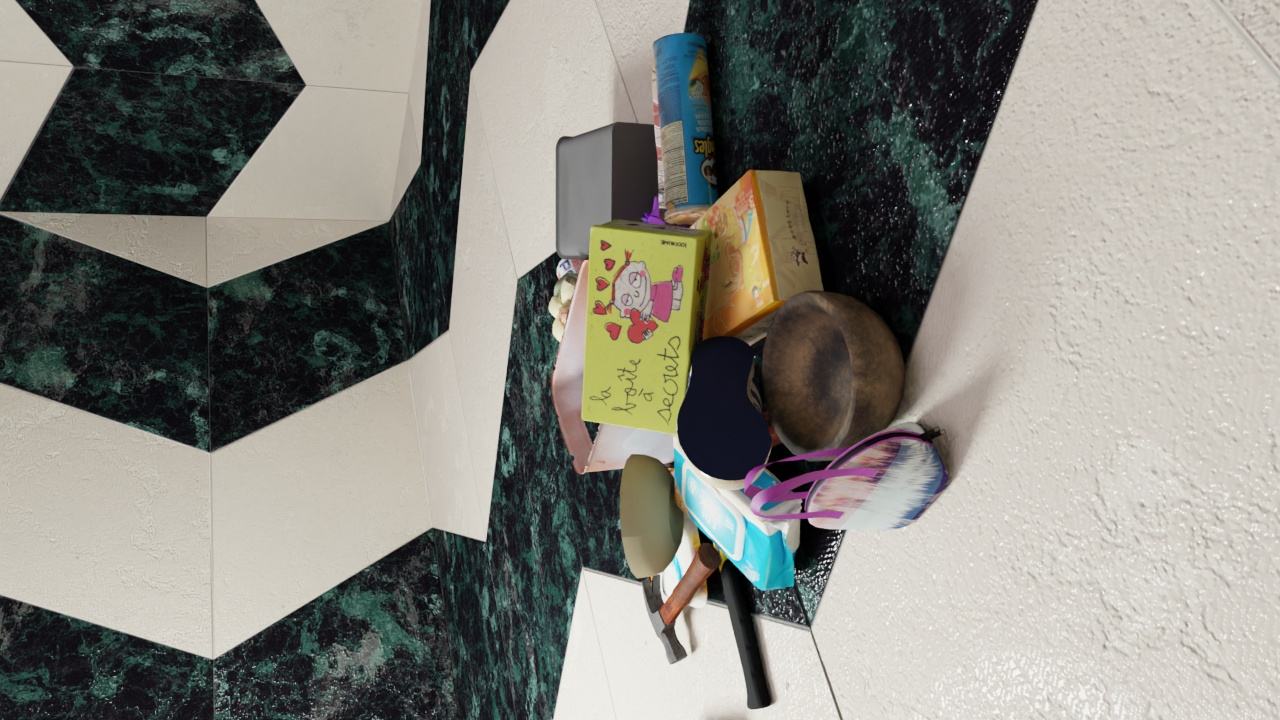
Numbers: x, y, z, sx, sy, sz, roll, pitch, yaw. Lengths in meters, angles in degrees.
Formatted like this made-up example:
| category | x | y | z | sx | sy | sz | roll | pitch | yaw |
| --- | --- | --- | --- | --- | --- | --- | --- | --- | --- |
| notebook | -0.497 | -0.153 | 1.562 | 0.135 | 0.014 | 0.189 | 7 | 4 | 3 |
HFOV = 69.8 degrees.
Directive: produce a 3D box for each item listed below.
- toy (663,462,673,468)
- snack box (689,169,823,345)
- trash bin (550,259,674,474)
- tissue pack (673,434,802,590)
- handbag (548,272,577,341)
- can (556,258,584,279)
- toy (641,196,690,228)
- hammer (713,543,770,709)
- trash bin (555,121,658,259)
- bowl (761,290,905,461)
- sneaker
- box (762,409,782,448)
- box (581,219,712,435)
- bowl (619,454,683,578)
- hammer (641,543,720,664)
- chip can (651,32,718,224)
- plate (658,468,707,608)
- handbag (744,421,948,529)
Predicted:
| category | x | y | z | sx | sy | sz | roll | pitch | yaw |
| --- | --- | --- | --- | --- | --- | --- | --- | --- | --- |
| toy | 0.018 | 0.134 | 1.332 | 0.111 | 0.030 | 0.049 | 49 | 151 | 48 |
| snack box | 0.120 | -0.102 | 1.011 | 0.196 | 0.080 | 0.145 | 143 | 121 | -63 |
| trash bin | -0.007 | 0.007 | 1.222 | 0.181 | 0.157 | 0.260 | -115 | 31 | -42 |
| tissue pack | 0.102 | 0.156 | 1.039 | 0.209 | 0.066 | 0.117 | 42 | 144 | 44 |
| handbag | -0.068 | -0.043 | 1.355 | 0.113 | 0.116 | 0.186 | 7 | 120 | 42 |
| can | -0.083 | -0.111 | 1.481 | 0.078 | 0.078 | 0.136 | 110 | 148 | -41 |
| toy | 0.035 | -0.179 | 1.230 | 0.088 | 0.055 | 0.106 | -145 | 57 | -60 |
| hammer | 0.110 | 0.262 | 1.136 | 0.127 | 0.029 | 0.323 | 131 | 131 | -57 |
| trash bin | -0.046 | -0.246 | 1.365 | 0.220 | 0.097 | 0.192 | -166 | 75 | -65 |
| bowl | 0.187 | 0.014 | 0.878 | 0.162 | 0.070 | 0.162 | 177 | 90 | -67 |
| sneaker | 0.082 | 0.088 | 0.929 | 0.232 | 0.091 | 0.119 | -88 | -3 | -56 |
| box | 0.137 | 0.074 | 1.037 | 0.187 | 0.060 | 0.057 | -40 | 24 | 60 |
| box | 0.006 | -0.037 | 1.006 | 0.082 | 0.124 | 0.221 | -39 | -42 | -68 |
| bowl | 0.020 | 0.189 | 1.126 | 0.152 | 0.050 | 0.152 | -5 | -91 | -76 |
| hammer | 0.053 | 0.296 | 1.164 | 0.111 | 0.028 | 0.301 | 63 | 158 | 24 |
| chip can | 0.054 | -0.288 | 1.156 | 0.080 | 0.079 | 0.229 | 166 | 102 | -66 |
| plate | 0.039 | 0.241 | 1.253 | 0.187 | 0.016 | 0.187 | 159 | 102 | -71 |
| handbag | 0.170 | 0.106 | 0.799 | 0.145 | 0.169 | 0.068 | 113 | 146 | -45 |
